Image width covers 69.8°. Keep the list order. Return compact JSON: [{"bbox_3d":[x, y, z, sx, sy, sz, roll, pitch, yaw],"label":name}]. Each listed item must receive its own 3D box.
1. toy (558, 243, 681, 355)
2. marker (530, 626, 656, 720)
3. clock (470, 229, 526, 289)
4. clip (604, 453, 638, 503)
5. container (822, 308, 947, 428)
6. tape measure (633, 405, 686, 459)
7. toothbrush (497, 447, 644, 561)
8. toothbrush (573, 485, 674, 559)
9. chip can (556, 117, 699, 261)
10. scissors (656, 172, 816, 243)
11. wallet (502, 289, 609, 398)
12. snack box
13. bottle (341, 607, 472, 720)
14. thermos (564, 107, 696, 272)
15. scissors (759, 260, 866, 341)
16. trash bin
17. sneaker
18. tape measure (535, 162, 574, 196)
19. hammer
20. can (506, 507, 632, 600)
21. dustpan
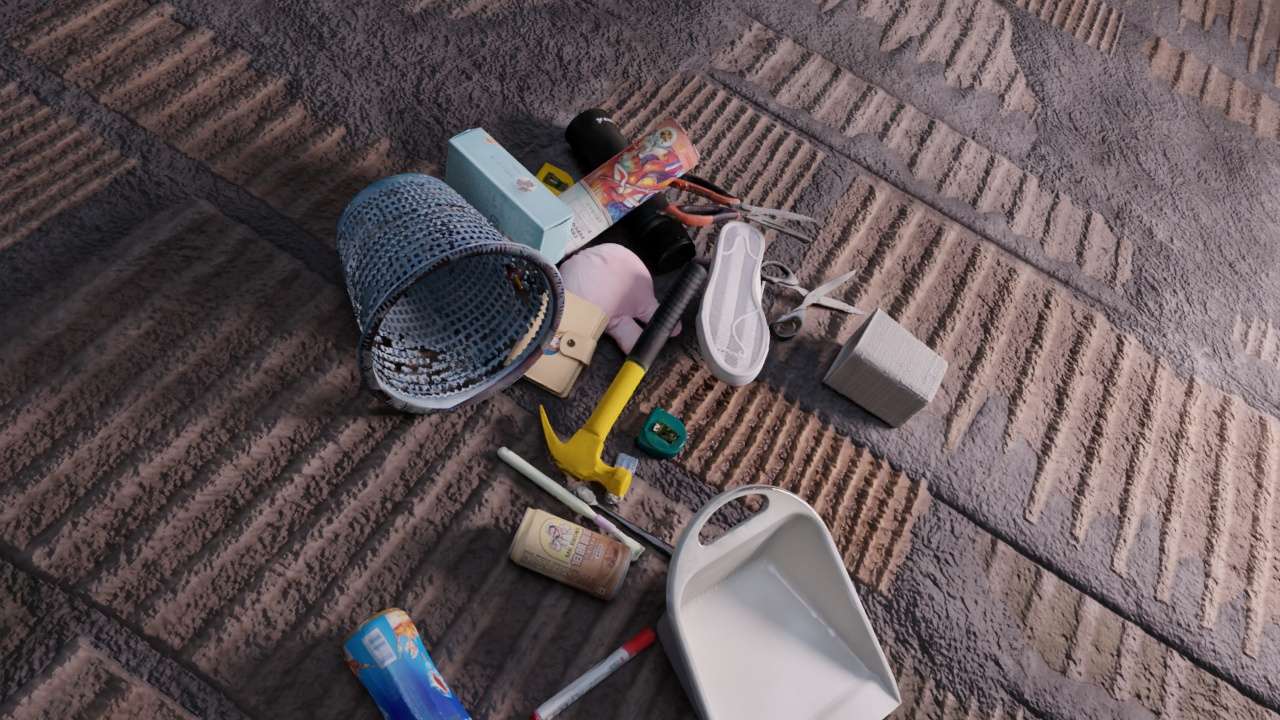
[{"bbox_3d":[-0.027,-0.072,1.117,0.121,0.054,0.159,-34,75,-25],"label":"toy"},{"bbox_3d":[-0.043,0.304,0.885,0.145,0.017,0.017,-28,69,-30],"label":"marker"},{"bbox_3d":[-0.170,-0.143,1.120,0.082,0.055,0.121,6,55,-13],"label":"clock"},{"bbox_3d":[-0.023,0.131,1.005,0.027,0.043,0.058,26,61,-3],"label":"clip"},{"bbox_3d":[0.308,0.014,1.145,0.114,0.090,0.090,36,55,4],"label":"container"},{"bbox_3d":[0.026,0.084,1.048,0.054,0.025,0.058,29,54,4],"label":"tape measure"},{"bbox_3d":[-0.077,0.150,0.976,0.189,0.020,0.029,35,24,9],"label":"toothbrush"},{"bbox_3d":[0.006,0.186,0.980,0.181,0.018,0.015,33,57,4],"label":"toothbrush"},{"bbox_3d":[-0.031,-0.214,1.142,0.214,0.071,0.071,-36,71,-3],"label":"chip can"},{"bbox_3d":[0.114,-0.196,1.174,0.226,0.015,0.189,-7,40,-27],"label":"scissors"},{"bbox_3d":[-0.094,-0.022,1.062,0.087,0.024,0.115,28,73,-3],"label":"wallet"},{"bbox_3d":[-0.156,-0.188,1.072,0.175,0.074,0.051,44,54,16],"label":"snack box"},{"bbox_3d":[-0.181,0.321,0.801,0.065,0.065,0.218,-28,70,-31],"label":"bottle"},{"bbox_3d":[-0.009,-0.225,1.227,0.089,0.069,0.242,0,53,-57],"label":"thermos"},{"bbox_3d":[0.223,-0.086,1.216,0.159,0.014,0.180,45,61,-8],"label":"scissors"},{"bbox_3d":[-0.224,-0.089,0.986,0.226,0.227,0.195,-18,52,-27],"label":"trash bin"},{"bbox_3d":[0.108,-0.058,1.130,0.089,0.091,0.241,11,52,-4],"label":"sneaker"},{"bbox_3d":[-0.115,-0.230,1.211,0.057,0.029,0.059,27,54,1],"label":"tape measure"},{"bbox_3d":[-0.006,0.006,1.042,0.129,0.033,0.300,26,65,15],"label":"hammer"},{"bbox_3d":[-0.071,0.194,0.923,0.116,0.059,0.058,22,54,-2],"label":"can"},{"bbox_3d":[0.131,0.262,0.892,0.222,0.143,0.257,-25,66,-29],"label":"dustpan"}]
